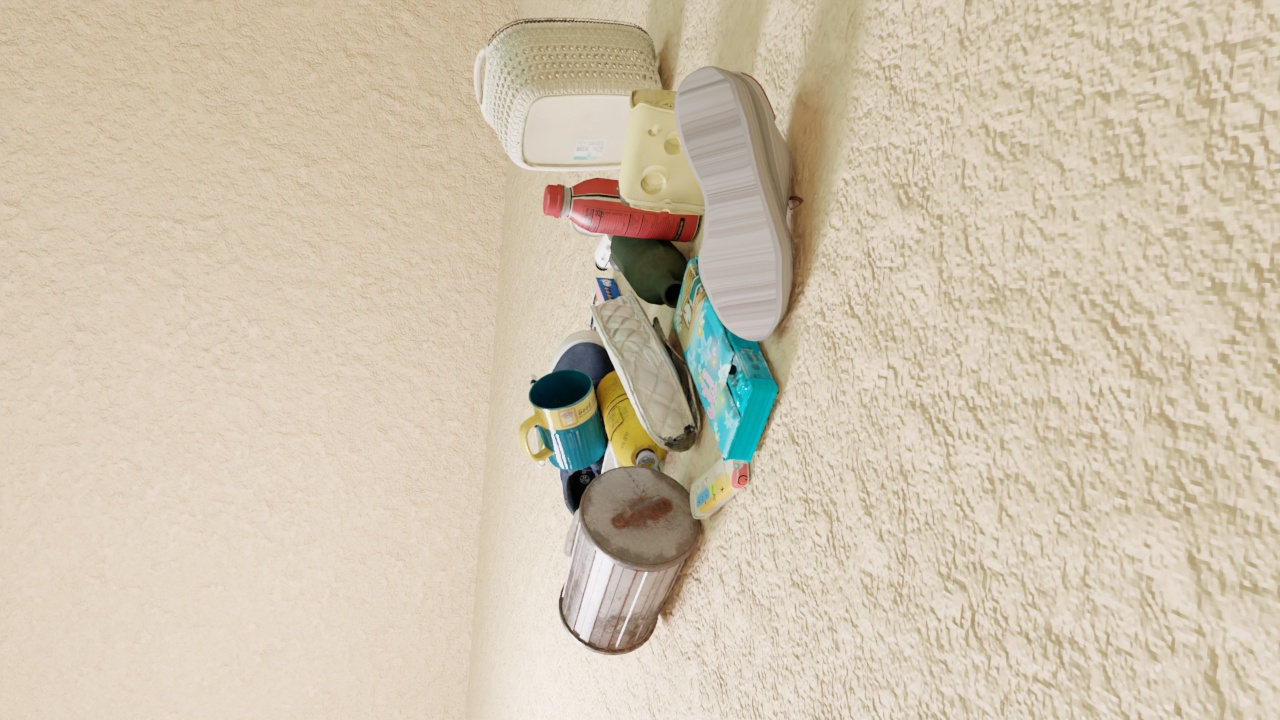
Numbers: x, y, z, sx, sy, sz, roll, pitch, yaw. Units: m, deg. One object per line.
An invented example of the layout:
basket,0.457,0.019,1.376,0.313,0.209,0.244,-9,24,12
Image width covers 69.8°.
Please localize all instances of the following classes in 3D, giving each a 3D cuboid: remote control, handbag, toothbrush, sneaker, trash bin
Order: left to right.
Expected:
toothbrush,-0.154,0.086,1.377,0.017,0.012,0.186,-58,29,35
sneaker,-0.072,0.104,1.276,0.127,0.120,0.295,-92,4,-61
trash bin,-0.017,0.222,1.025,0.130,0.130,0.212,-101,19,-44
handbag,0.009,0.006,1.050,0.194,0.072,0.139,-117,3,-62
handbag,0.035,-0.219,0.975,0.081,0.111,0.119,-119,34,-49
remote control,0.078,0.123,0.911,0.126,0.018,0.038,123,147,-58
sneaker,0.099,-0.139,0.802,0.099,0.089,0.236,2,110,42

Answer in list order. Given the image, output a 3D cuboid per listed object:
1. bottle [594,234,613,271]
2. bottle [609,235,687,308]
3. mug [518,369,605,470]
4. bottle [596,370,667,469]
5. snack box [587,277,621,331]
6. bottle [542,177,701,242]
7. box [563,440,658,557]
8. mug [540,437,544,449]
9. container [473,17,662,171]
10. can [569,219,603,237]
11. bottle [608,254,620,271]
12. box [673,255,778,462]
bottle,-0.045,-0.168,1.390,0.116,0.041,0.041,132,140,-66
bottle,0.016,-0.110,1.091,0.206,0.071,0.071,-120,37,-64
mug,-0.104,0.084,1.173,0.083,0.113,0.107,29,141,41
bottle,-0.009,0.080,1.137,0.163,0.071,0.071,-112,30,-58
snack box,-0.048,-0.055,1.390,0.154,0.033,0.088,-112,29,-58
bottle,-0.022,-0.174,1.048,0.062,0.176,0.062,-177,91,-75
box,-0.028,0.181,1.148,0.188,0.101,0.112,-71,-7,-61
mug,-0.098,0.100,1.396,0.082,0.106,0.082,-177,91,-75
container,-0.087,-0.349,1.233,0.185,0.251,0.143,110,149,-50
can,-0.067,-0.229,1.402,0.086,0.086,0.043,119,151,-58
bottle,-0.016,-0.157,1.286,0.110,0.036,0.036,138,134,-69
box,0.077,-0.008,0.902,0.226,0.039,0.094,-106,24,-51
